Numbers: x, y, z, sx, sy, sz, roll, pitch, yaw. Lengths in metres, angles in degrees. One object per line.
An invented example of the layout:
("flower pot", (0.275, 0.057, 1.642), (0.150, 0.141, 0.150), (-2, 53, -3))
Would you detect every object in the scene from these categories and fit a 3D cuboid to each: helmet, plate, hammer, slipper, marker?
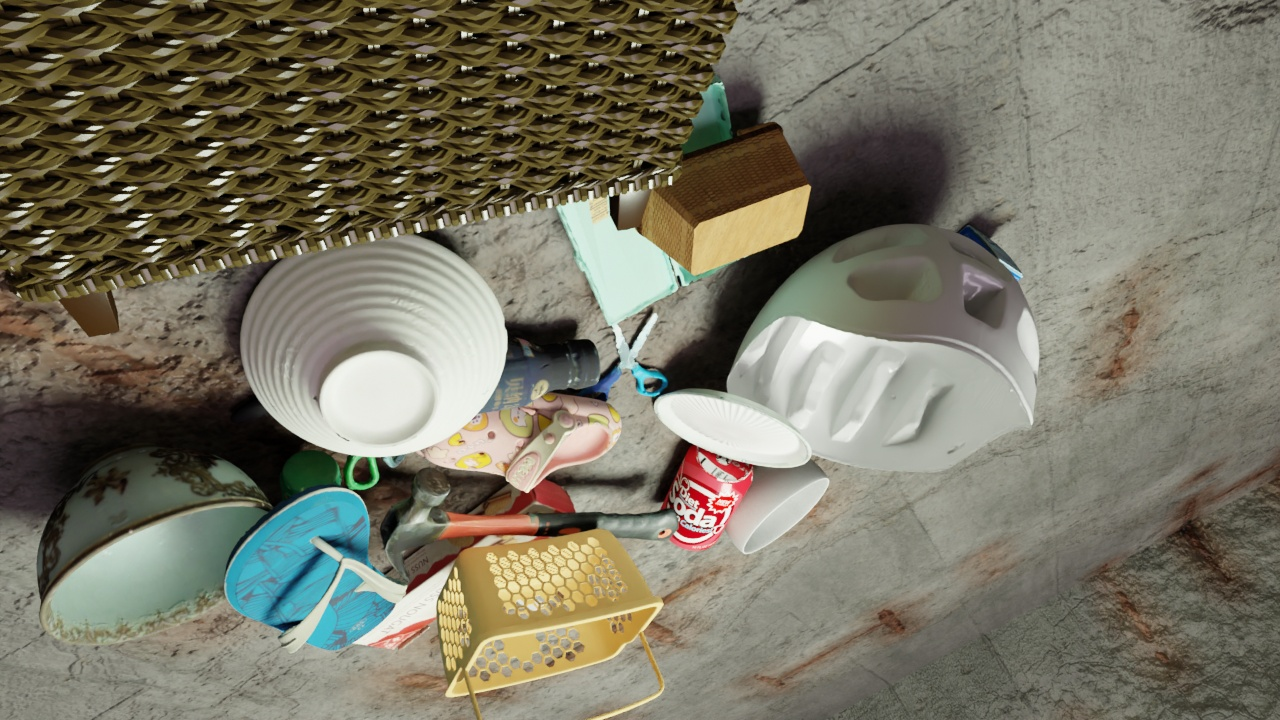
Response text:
("helmet", (0.203, 0.007, 0.788), (0.224, 0.183, 0.283), (27, 138, -2))
("plate", (0.088, 0.064, 0.879), (0.157, 0.014, 0.157), (19, 159, 7))
("hammer", (-0.090, 0.160, 0.884), (0.332, 0.033, 0.133), (8, 131, -40))
("slipper", (-0.251, 0.194, 0.744), (0.118, 0.060, 0.295), (-30, 155, -18))
("marker", (-0.239, 0.015, 0.671), (0.134, 0.018, 0.015), (-27, 127, 0))
("slipper", (-0.100, 0.076, 0.787), (0.197, 0.081, 0.093), (7, 136, -35))

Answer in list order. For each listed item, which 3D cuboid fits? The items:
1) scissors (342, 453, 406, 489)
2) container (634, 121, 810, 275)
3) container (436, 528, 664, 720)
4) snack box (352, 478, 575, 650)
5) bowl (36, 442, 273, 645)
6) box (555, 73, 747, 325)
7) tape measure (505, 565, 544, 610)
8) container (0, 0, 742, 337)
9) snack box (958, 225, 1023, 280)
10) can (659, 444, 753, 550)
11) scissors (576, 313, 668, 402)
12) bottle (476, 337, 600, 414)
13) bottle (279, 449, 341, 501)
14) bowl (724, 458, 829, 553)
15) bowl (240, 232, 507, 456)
("scissors", (-0.212, 0.048, 0.730), (0.070, 0.014, 0.131), (-38, 146, -39))
("container", (0.059, -0.107, 0.623), (0.113, 0.061, 0.063), (-22, 146, -17))
("container", (-0.083, 0.256, 0.841), (0.183, 0.167, 0.129), (-2, 138, -34))
("snack box", (-0.191, 0.214, 0.949), (0.273, 0.044, 0.076), (-37, 144, 15))
("bowl", (-0.350, 0.116, 0.654), (0.159, 0.094, 0.160), (-31, 155, -16))
("box", (0.011, -0.107, 0.663), (0.136, 0.033, 0.187), (-25, 146, -3))
("tape measure", (-0.132, 0.241, 1.011), (0.020, 0.060, 0.062), (-30, 147, 5))
("container", (-0.131, -0.149, 0.389), (0.320, 0.176, 0.205), (-14, 148, -18))
("snack box", (0.266, -0.032, 0.911), (0.059, 0.059, 0.227), (16, 127, -42))
("can", (0.071, 0.146, 1.005), (0.074, 0.074, 0.143), (-9, 143, -25))
("scissors", (-0.021, 0.007, 0.810), (0.104, 0.015, 0.134), (-21, 147, -4))
("bottle", (-0.111, 0.011, 0.719), (0.160, 0.056, 0.056), (-8, 142, -26))
("bottle", (-0.284, 0.153, 0.784), (0.068, 0.068, 0.210), (-7, 142, -27))
("bowl", (0.150, 0.159, 1.075), (0.131, 0.064, 0.132), (-31, 153, -18))
("bowl", (-0.173, 0.009, 0.606), (0.177, 0.071, 0.177), (-7, 122, -12))
